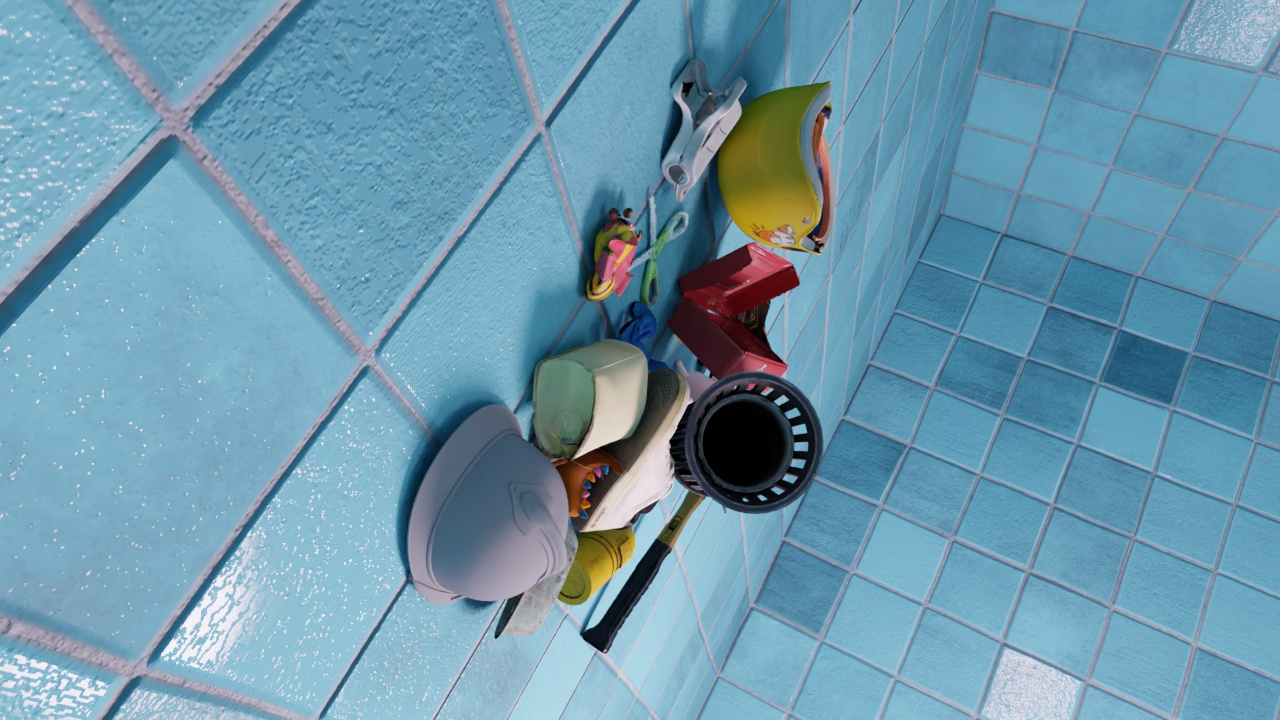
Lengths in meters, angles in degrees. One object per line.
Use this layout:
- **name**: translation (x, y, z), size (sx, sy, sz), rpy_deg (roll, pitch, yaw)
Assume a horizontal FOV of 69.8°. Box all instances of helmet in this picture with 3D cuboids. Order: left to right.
- **helmet**: translation (-0.123, 0.168, 0.895), size (0.182, 0.118, 0.272), rpy_deg (-53, 158, -34)
- **helmet**: translation (0.173, -0.237, 1.177), size (0.240, 0.140, 0.209), rpy_deg (43, 51, -70)

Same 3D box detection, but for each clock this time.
- **clock**: translation (0.067, 0.079, 1.373), size (0.125, 0.073, 0.161), rpy_deg (-33, 147, -43)

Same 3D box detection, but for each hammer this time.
- **hammer**: translation (0.022, 0.317, 1.471), size (0.332, 0.118, 0.025), rpy_deg (-55, 155, -17)

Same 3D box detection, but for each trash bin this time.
- **trash bin**: translation (0.116, 0.108, 1.175), size (0.164, 0.164, 0.228), rpy_deg (-64, -176, -10)

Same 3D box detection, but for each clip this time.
- **clip**: translation (0.071, -0.261, 1.028), size (0.124, 0.073, 0.143), rpy_deg (-60, 167, -25)

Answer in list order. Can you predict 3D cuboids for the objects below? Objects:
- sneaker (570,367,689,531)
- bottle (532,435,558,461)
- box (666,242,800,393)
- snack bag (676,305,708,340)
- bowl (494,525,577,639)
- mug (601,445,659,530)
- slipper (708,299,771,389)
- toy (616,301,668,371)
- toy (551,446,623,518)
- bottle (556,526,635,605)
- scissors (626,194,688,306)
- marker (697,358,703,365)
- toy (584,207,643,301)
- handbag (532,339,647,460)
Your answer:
- **sneaker**: translation (0.008, 0.117, 1.077), size (0.102, 0.088, 0.242), rpy_deg (15, 124, -29)
- **bottle**: translation (-0.080, 0.077, 1.027), size (0.109, 0.036, 0.036), rpy_deg (-36, 144, -55)
- **box**: translation (0.135, -0.043, 1.236), size (0.157, 0.154, 0.168), rpy_deg (11, 63, -57)
- **snack bag**: translation (0.077, -0.066, 1.302), size (0.099, 0.020, 0.026), rpy_deg (-54, 155, -32)
- **bowl**: translation (-0.112, 0.246, 1.034), size (0.157, 0.038, 0.157), rpy_deg (-62, -175, 9)
- **mug**: translation (-0.022, 0.163, 1.194), size (0.113, 0.088, 0.078), rpy_deg (-68, 160, 2)
- **slipper**: translation (0.174, -0.030, 1.477), size (0.113, 0.076, 0.267), rpy_deg (62, 45, -62)
- **toy**: translation (-0.007, 0.006, 1.099), size (0.112, 0.071, 0.177), rpy_deg (-50, 144, -44)
- **toy**: translation (-0.061, 0.138, 1.047), size (0.070, 0.103, 0.090), rpy_deg (-7, 104, -52)
- **bottle**: translation (-0.056, 0.262, 1.240), size (0.163, 0.071, 0.071), rpy_deg (-29, 138, -60)
- **scissors**: translation (0.017, -0.135, 1.087), size (0.173, 0.022, 0.172), rpy_deg (-48, 156, -31)
- **marker**: translation (0.122, -0.002, 1.494), size (0.140, 0.016, 0.016), rpy_deg (-6, 117, -68)
- **toy**: translation (-0.028, -0.106, 0.956), size (0.084, 0.046, 0.103), rpy_deg (-50, 162, -72)
- **handbag**: translation (-0.054, 0.042, 0.969), size (0.119, 0.081, 0.111), rpy_deg (-22, 120, -60)
